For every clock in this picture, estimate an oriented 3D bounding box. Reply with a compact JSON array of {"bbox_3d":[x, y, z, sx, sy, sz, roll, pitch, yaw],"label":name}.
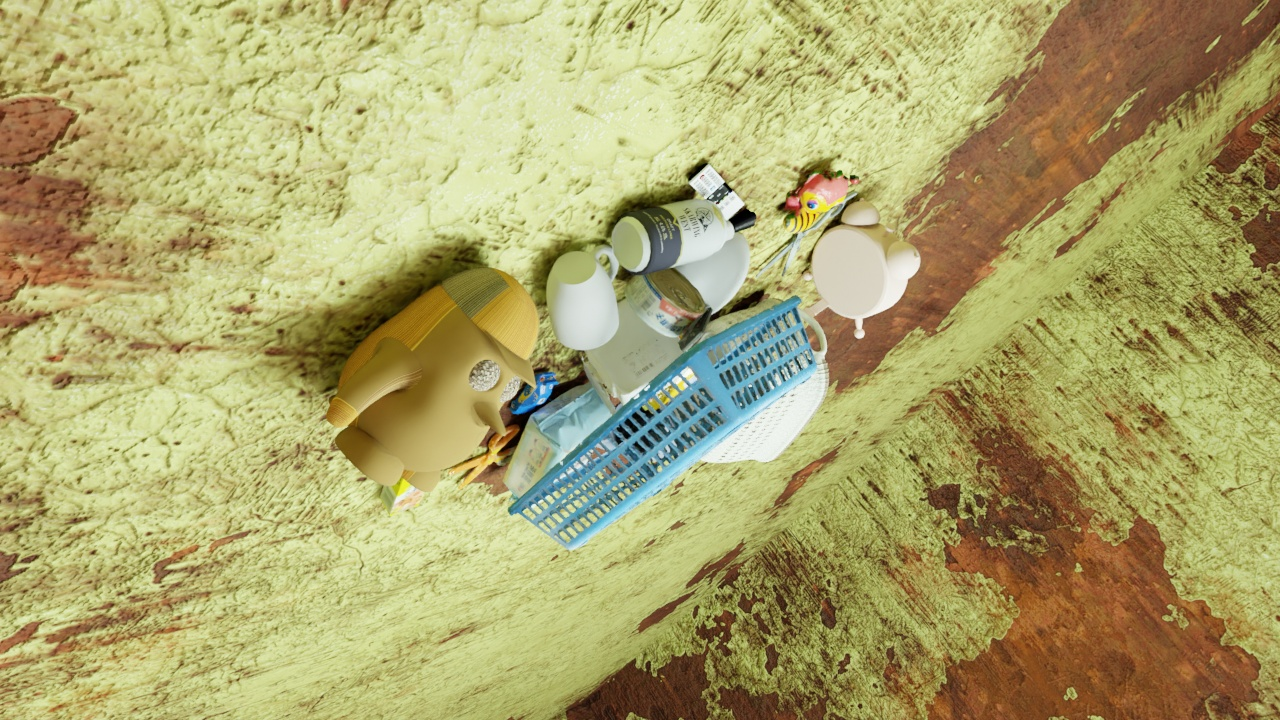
[{"bbox_3d":[0.294,-0.124,1.256,0.086,0.131,0.161,-16,150,-42],"label":"clock"}]

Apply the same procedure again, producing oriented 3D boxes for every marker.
[{"bbox_3d":[0.081,-0.142,1.047,0.125,0.025,0.025,-28,156,-21],"label":"marker"}]

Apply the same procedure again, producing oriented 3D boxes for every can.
[{"bbox_3d":[0.027,-0.070,1.027,0.043,0.086,0.086,-46,156,26],"label":"can"},{"bbox_3d":[0.033,0.017,1.235,0.105,0.067,0.067,-37,158,0],"label":"can"},{"bbox_3d":[0.034,-0.130,0.948,0.127,0.064,0.064,-19,152,-38],"label":"can"}]

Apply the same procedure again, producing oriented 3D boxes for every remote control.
[{"bbox_3d":[0.065,-0.037,1.054,0.033,0.013,0.136,-44,-178,16],"label":"remote control"},{"bbox_3d":[0.081,-0.181,0.986,0.028,0.012,0.124,-41,158,11],"label":"remote control"}]

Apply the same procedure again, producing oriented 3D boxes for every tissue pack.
[{"bbox_3d":[-0.110,0.113,1.197,0.111,0.070,0.182,-35,163,-42],"label":"tissue pack"}]

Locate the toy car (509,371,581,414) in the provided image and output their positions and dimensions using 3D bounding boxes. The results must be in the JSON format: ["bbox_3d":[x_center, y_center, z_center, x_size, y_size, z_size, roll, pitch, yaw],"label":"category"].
[{"bbox_3d":[-0.112,0.051,1.093,0.033,0.062,0.092,-8,144,-51],"label":"toy car"}]

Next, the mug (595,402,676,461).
[{"bbox_3d":[-0.011,0.109,1.356,0.124,0.083,0.104,-16,163,12],"label":"mug"}]

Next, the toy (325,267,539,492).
[{"bbox_3d":[-0.169,0.011,0.823,0.203,0.162,0.198,-49,160,1],"label":"toy"}]

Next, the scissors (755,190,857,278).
[{"bbox_3d":[0.219,-0.169,1.215,0.173,0.014,0.142,-36,156,-6],"label":"scissors"}]

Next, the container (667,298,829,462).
[{"bbox_3d":[0.147,0.037,1.312,0.142,0.184,0.247,-10,146,-30],"label":"container"}]

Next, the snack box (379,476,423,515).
[{"bbox_3d":[-0.265,0.126,1.058,0.040,0.029,0.148,-19,152,-38],"label":"snack box"}]

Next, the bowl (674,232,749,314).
[{"bbox_3d":[0.081,-0.090,1.127,0.149,0.043,0.150,-31,157,-15],"label":"bowl"}]

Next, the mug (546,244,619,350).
[{"bbox_3d":[-0.052,-0.079,0.937,0.107,0.071,0.089,-57,159,-28],"label":"mug"}]

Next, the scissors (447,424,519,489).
[{"bbox_3d":[-0.193,0.126,1.192,0.125,0.011,0.127,-44,157,15],"label":"scissors"}]

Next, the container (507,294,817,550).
[{"bbox_3d":[0.037,0.084,1.069,0.363,0.089,0.256,-42,169,37],"label":"container"}]

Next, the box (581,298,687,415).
[{"bbox_3d":[-0.016,0.013,1.101,0.126,0.108,0.137,-34,157,-9],"label":"box"}]

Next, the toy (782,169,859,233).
[{"bbox_3d":[0.213,-0.197,1.112,0.104,0.046,0.084,-47,163,32],"label":"toy"}]
